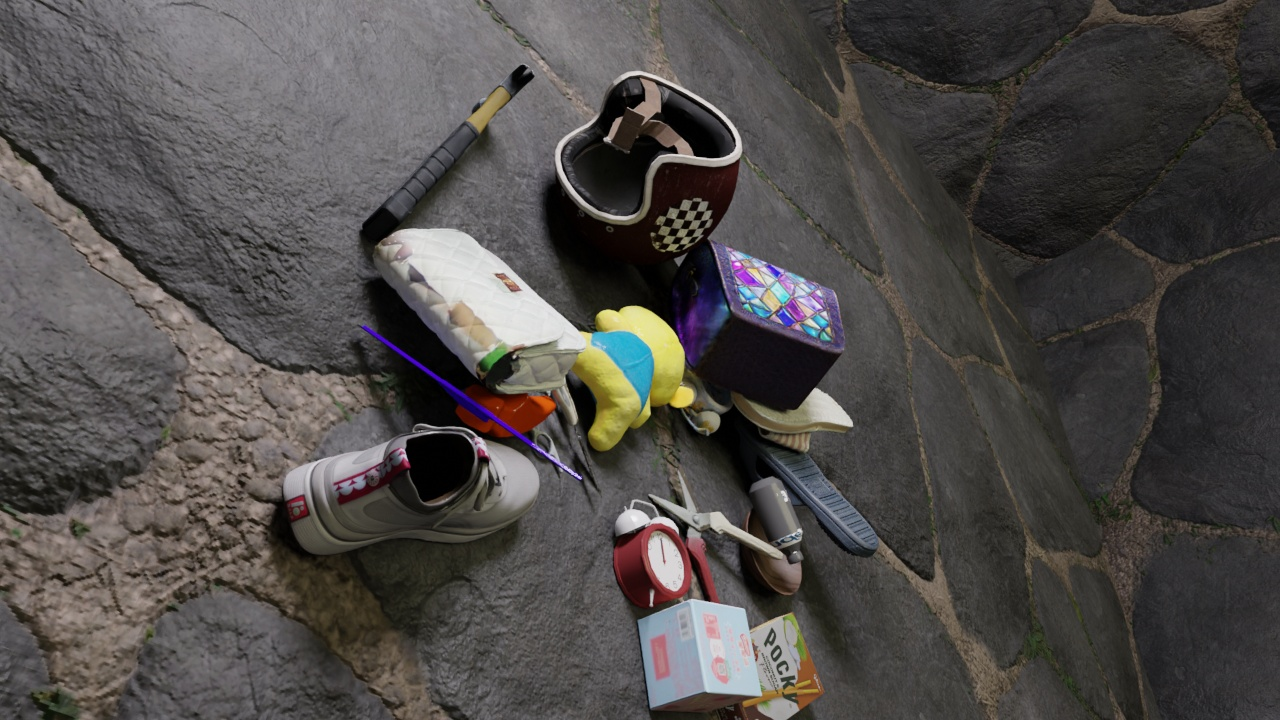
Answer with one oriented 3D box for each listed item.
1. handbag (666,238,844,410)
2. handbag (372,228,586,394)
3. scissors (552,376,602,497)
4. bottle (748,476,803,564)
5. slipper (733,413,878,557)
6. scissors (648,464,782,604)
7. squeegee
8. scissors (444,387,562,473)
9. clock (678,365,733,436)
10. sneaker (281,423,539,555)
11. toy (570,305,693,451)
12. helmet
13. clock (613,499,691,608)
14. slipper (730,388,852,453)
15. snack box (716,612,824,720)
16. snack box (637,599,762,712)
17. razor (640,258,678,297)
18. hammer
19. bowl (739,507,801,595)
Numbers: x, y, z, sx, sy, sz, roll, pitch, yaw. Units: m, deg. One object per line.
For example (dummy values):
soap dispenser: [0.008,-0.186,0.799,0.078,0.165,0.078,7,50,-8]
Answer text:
handbag: [0.154,-0.061,1.228,0.204,0.126,0.221,19,36,-19]
handbag: [-0.149,-0.051,0.870,0.195,0.073,0.138,42,23,25]
scissors: [-0.073,0.062,0.996,0.153,0.012,0.163,-109,176,-53]
bottle: [0.176,0.204,1.165,0.046,0.047,0.112,-5,69,-57]
slipper: [0.205,0.181,1.246,0.263,0.083,0.101,47,23,28]
scissors: [0.095,0.219,1.099,0.179,0.015,0.199,1,69,-32]
squeegee: [-0.128,0.046,0.869,0.250,0.055,0.184,32,10,17]
scissors: [-0.132,0.051,0.940,0.141,0.014,0.165,-22,88,-53]
clock: [0.078,0.047,1.215,0.089,0.052,0.125,51,35,-17]
sneaker: [-0.153,0.095,0.761,0.262,0.129,0.096,6,63,-58]
toy: [-0.006,0.006,1.091,0.213,0.084,0.149,-25,95,-61]
helmet: [0.009,-0.241,1.148,0.233,0.254,0.233,5,44,-28]
clock: [0.012,0.210,0.989,0.087,0.044,0.124,24,48,-45]
slipper: [0.210,0.076,1.288,0.262,0.052,0.115,8,38,-49]
snack box: [0.143,0.365,1.063,0.185,0.032,0.101,1,64,-55]
snack box: [0.060,0.306,0.945,0.094,0.080,0.092,22,47,-43]
razor: [0.044,-0.128,1.293,0.140,0.064,0.052,55,33,-8]
hammer: [-0.201,-0.234,0.997,0.025,0.118,0.331,46,39,-19]
bowl: [0.161,0.249,1.184,0.119,0.032,0.119,35,39,-35]
